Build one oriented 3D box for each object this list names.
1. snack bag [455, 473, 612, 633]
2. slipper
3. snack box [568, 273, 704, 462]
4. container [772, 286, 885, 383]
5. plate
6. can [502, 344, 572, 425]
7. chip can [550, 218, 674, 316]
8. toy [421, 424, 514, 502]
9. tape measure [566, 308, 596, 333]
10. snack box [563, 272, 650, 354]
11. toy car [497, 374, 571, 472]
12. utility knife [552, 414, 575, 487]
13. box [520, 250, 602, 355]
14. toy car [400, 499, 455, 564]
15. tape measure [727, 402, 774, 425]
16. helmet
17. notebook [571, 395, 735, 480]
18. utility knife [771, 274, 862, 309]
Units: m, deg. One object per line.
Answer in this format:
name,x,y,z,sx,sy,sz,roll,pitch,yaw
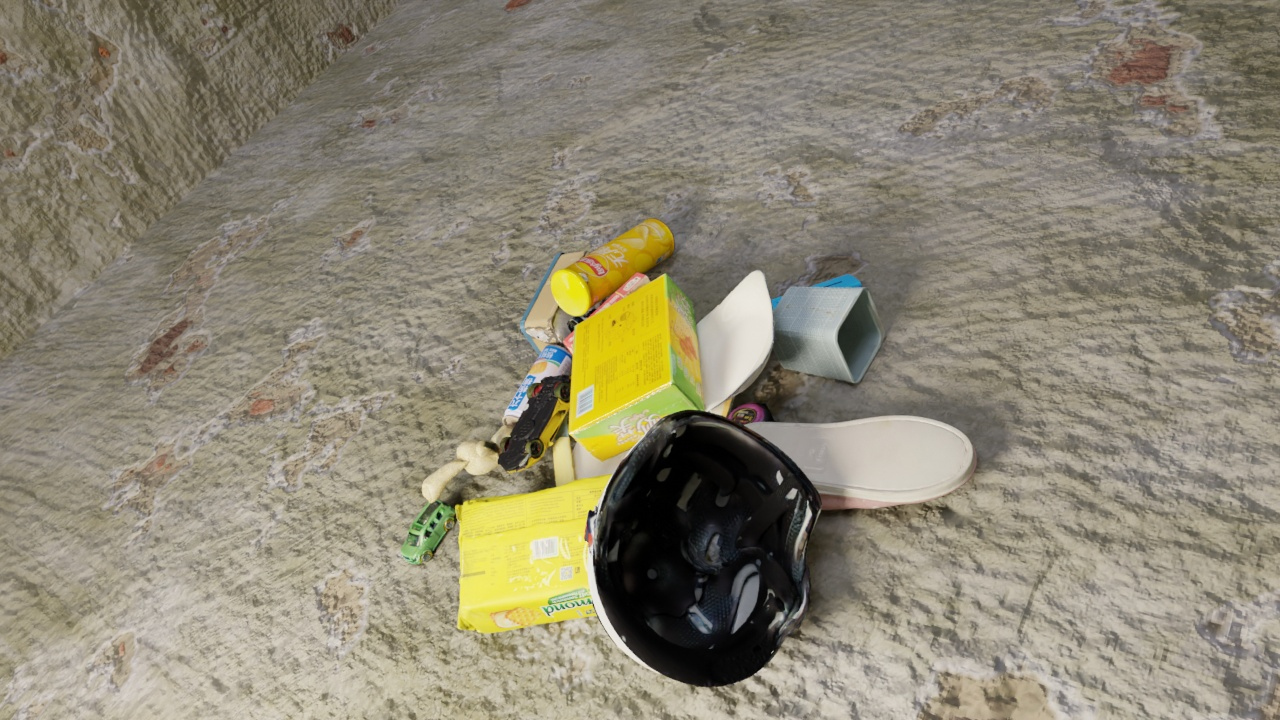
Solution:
snack bag,-0.105,0.217,1.049,0.247,0.068,0.157,-14,60,18
slipper,0.219,0.112,0.994,0.275,0.054,0.113,-2,48,25
snack box,-0.007,0.007,1.166,0.158,0.070,0.209,-28,37,23
container,0.223,-0.036,1.124,0.112,0.090,0.089,10,53,43
plate,0.115,-0.014,1.121,0.164,0.034,0.164,-45,31,37
can,-0.143,0.043,1.299,0.053,0.053,0.134,2,49,34
chip can,-0.038,-0.141,1.362,0.072,0.072,0.212,9,33,38
toy,-0.222,0.138,1.228,0.157,0.066,0.105,-30,-5,-20
tape measure,-0.068,-0.039,1.327,0.066,0.066,0.033,-27,35,-19
snack box,-0.033,-0.048,1.307,0.152,0.075,0.025,-44,35,-16
toy car,-0.134,0.082,1.198,0.071,0.041,0.155,-2,52,46
utility knife,-0.096,0.129,1.163,0.031,0.022,0.215,-22,48,9
box,-0.111,-0.089,1.393,0.062,0.090,0.183,-6,43,29
toy car,-0.282,0.226,1.211,0.043,0.036,0.091,7,56,36
tape measure,0.133,0.080,1.096,0.057,0.039,0.057,-11,38,23
helmet,0.045,0.194,0.922,0.157,0.230,0.273,-51,16,59
notebook,0.007,0.100,1.148,0.207,0.010,0.145,-1,50,32
utility knife,0.184,-0.072,1.216,0.218,0.018,0.034,-17,40,3
